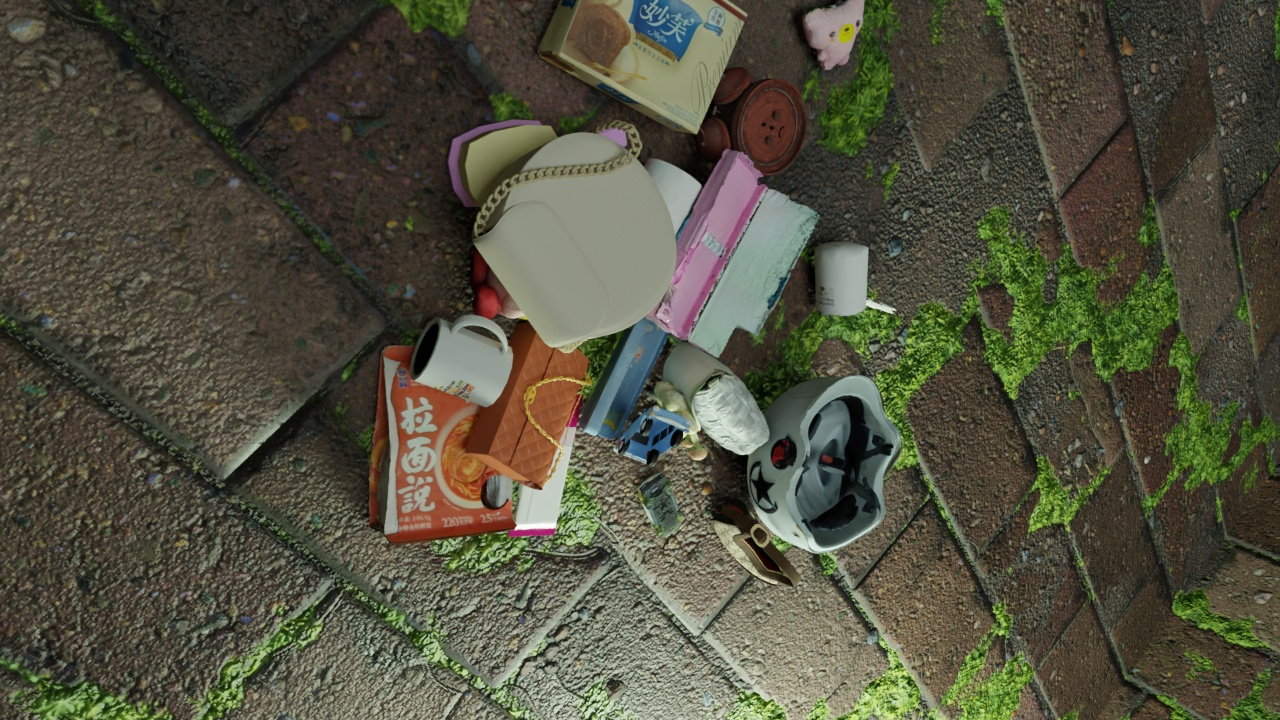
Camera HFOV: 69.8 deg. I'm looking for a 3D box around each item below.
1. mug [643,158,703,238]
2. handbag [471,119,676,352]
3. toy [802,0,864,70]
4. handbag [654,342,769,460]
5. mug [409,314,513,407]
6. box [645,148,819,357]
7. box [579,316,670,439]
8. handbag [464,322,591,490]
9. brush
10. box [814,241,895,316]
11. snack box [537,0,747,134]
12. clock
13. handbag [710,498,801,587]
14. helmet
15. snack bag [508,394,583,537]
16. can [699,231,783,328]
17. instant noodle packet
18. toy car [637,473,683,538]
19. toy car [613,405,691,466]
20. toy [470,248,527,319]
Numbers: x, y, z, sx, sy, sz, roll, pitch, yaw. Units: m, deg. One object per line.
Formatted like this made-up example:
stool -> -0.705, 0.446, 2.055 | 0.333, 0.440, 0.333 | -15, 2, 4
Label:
mug -> 0.018, -0.181, 1.125 | 0.082, 0.083, 0.106 | 31, 86, -38
handbag -> -0.059, -0.133, 0.988 | 0.208, 0.104, 0.211 | -46, 112, -30
toy -> 0.256, -0.436, 1.221 | 0.102, 0.050, 0.093 | -25, 124, -23
handbag -> 0.094, 0.070, 1.255 | 0.123, 0.112, 0.171 | -45, 127, -3
mug -> -0.191, -0.007, 1.015 | 0.089, 0.073, 0.105 | 23, 126, -29
box -> 0.107, -0.126, 1.139 | 0.158, 0.066, 0.230 | 30, 86, -25
box -> -0.018, 0.002, 1.191 | 0.209, 0.049, 0.120 | -64, 163, 0
handbag -> -0.122, 0.055, 1.092 | 0.109, 0.060, 0.171 | 39, 61, -41
brush -> -0.105, -0.233, 1.043 | 0.228, 0.043, 0.089 | -21, 117, -28
box -> 0.322, -0.117, 1.367 | 0.143, 0.083, 0.137 | -21, 119, -34
snack box -> 0.006, -0.370, 1.040 | 0.207, 0.055, 0.153 | 19, 97, -36
clock -> 0.135, -0.304, 1.168 | 0.157, 0.072, 0.120 | 9, 101, -38
handbag -> 0.177, 0.276, 1.366 | 0.063, 0.138, 0.166 | -43, 125, -17
helmet -> 0.251, 0.140, 1.355 | 0.236, 0.164, 0.264 | -8, 105, -40
snack bag -> -0.122, 0.135, 1.182 | 0.070, 0.016, 0.197 | 4, 104, -34
can -> 0.123, -0.112, 1.229 | 0.127, 0.073, 0.128 | -13, 113, -31
instant noodle packet -> -0.229, 0.091, 1.076 | 0.164, 0.084, 0.221 | 0, 95, -35
toy car -> 0.026, 0.205, 1.302 | 0.048, 0.033, 0.105 | -37, 128, -22
toy car -> 0.015, 0.093, 1.189 | 0.056, 0.154, 0.054 | 23, 61, -12
toy -> -0.129, -0.080, 1.054 | 0.131, 0.124, 0.097 | -1, 131, -16
